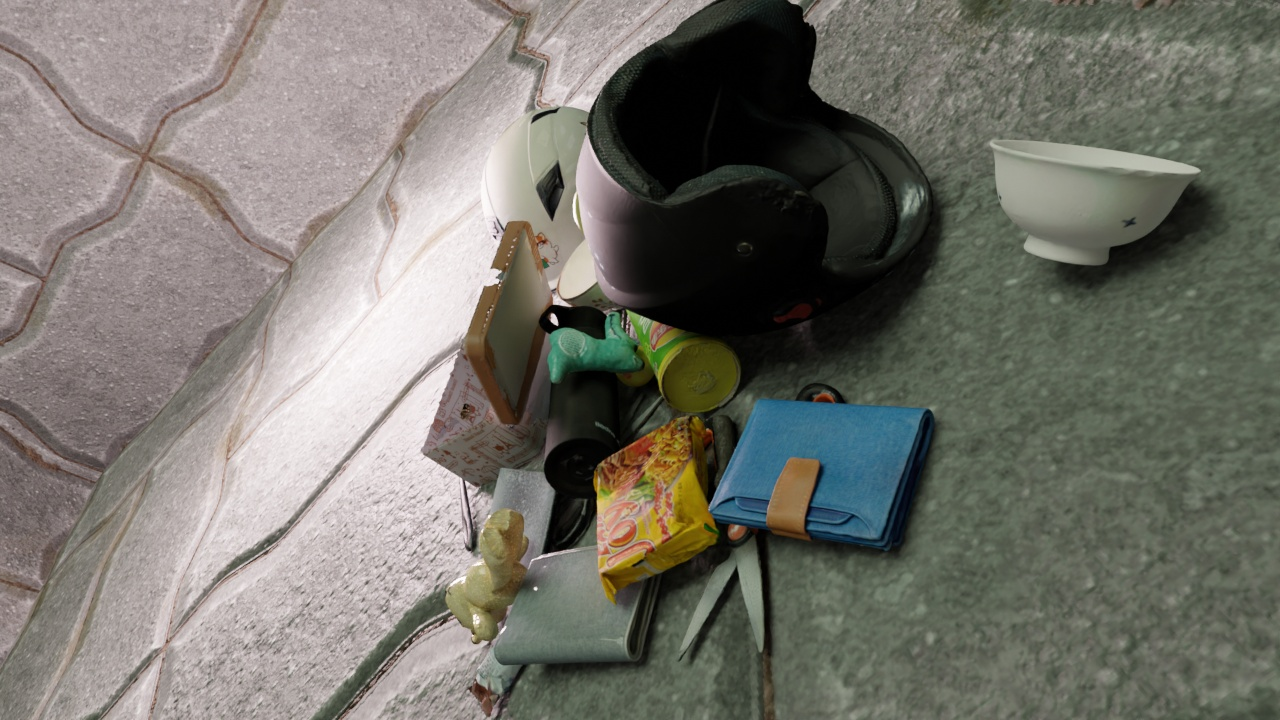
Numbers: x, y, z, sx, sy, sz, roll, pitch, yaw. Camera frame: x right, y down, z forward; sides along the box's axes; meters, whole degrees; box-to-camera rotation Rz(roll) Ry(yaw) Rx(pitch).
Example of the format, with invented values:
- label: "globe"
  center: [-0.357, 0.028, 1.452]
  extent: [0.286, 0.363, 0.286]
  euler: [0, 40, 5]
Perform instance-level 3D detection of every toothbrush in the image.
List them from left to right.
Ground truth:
- label: "toothbrush"
  center: [-0.194, 0.148, 1.019]
  extent: [0.016, 0.018, 0.181]
  euler: [-50, 30, 18]

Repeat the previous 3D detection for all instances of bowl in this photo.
- label: "bowl"
  center: [-0.034, -0.095, 1.023]
  extent: [0.114, 0.062, 0.113]
  euler: [-34, 33, 25]
- label: "bowl"
  center: [0.273, -0.097, 0.572]
  extent: [0.118, 0.118, 0.065]
  euler: [-130, 42, -61]

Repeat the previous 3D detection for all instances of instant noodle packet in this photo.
- label: "instant noodle packet"
  center: [0.008, 0.111, 0.698]
  extent: [0.111, 0.044, 0.128]
  euler: [-35, 32, 22]

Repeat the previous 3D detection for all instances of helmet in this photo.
- label: "helmet"
  center: [-0.125, -0.236, 1.217]
  extent: [0.231, 0.157, 0.273]
  euler: [-31, 34, 33]
- label: "helmet"
  center: [0.080, -0.130, 0.729]
  extent: [0.231, 0.274, 0.233]
  euler: [123, 156, -53]

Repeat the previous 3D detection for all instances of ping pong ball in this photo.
- label: "ping pong ball"
  center: [-0.005, 0.005, 0.887]
  extent: [0.040, 0.040, 0.040]
  euler: [-35, 32, 26]

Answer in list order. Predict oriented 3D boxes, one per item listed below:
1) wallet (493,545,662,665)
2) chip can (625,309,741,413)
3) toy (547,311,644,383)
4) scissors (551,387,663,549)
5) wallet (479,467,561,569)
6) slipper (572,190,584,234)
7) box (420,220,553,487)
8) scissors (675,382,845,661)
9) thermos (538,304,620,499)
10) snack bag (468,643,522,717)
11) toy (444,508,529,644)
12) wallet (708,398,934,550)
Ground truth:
- label: "wallet"
  center: [-0.044, 0.192, 0.725]
  extent: [0.130, 0.037, 0.106]
  euler: [-15, 37, 33]
- label: "chip can"
  center: [0.028, -0.036, 0.856]
  extent: [0.073, 0.072, 0.221]
  euler: [-44, 29, 12]
- label: "toy"
  center: [-0.041, -0.011, 0.857]
  extent: [0.030, 0.092, 0.096]
  euler: [108, 164, -46]
- label: "scissors"
  center: [-0.044, 0.101, 0.862]
  extent: [0.166, 0.014, 0.162]
  euler: [-28, 36, 34]
- label: "wallet"
  center: [-0.113, 0.152, 0.866]
  extent: [0.121, 0.019, 0.097]
  euler: [-4, 72, 56]
- label: "slipper"
  center: [0.022, -0.160, 0.933]
  extent: [0.082, 0.190, 0.091]
  euler: [161, 99, -77]
- label: "box"
  center: [-0.142, 0.003, 0.977]
  extent: [0.273, 0.130, 0.178]
  euler: [116, 169, -50]
- label: "scissors"
  center: [0.080, 0.103, 0.672]
  extent: [0.225, 0.021, 0.220]
  euler: [-46, 29, 8]
- label: "thermos"
  center: [-0.065, 0.025, 0.886]
  extent: [0.069, 0.090, 0.242]
  euler: [-48, 24, 23]
- label: "snack bag"
  center: [-0.108, 0.244, 0.772]
  extent: [0.105, 0.026, 0.045]
  euler: [-56, 37, -7]
- label: "toy"
  center: [-0.129, 0.184, 0.784]
  extent: [0.158, 0.066, 0.105]
  euler: [113, 168, -46]
- label: "wallet"
  center: [0.119, 0.072, 0.617]
  extent: [0.133, 0.040, 0.106]
  euler: [1, 53, 42]
